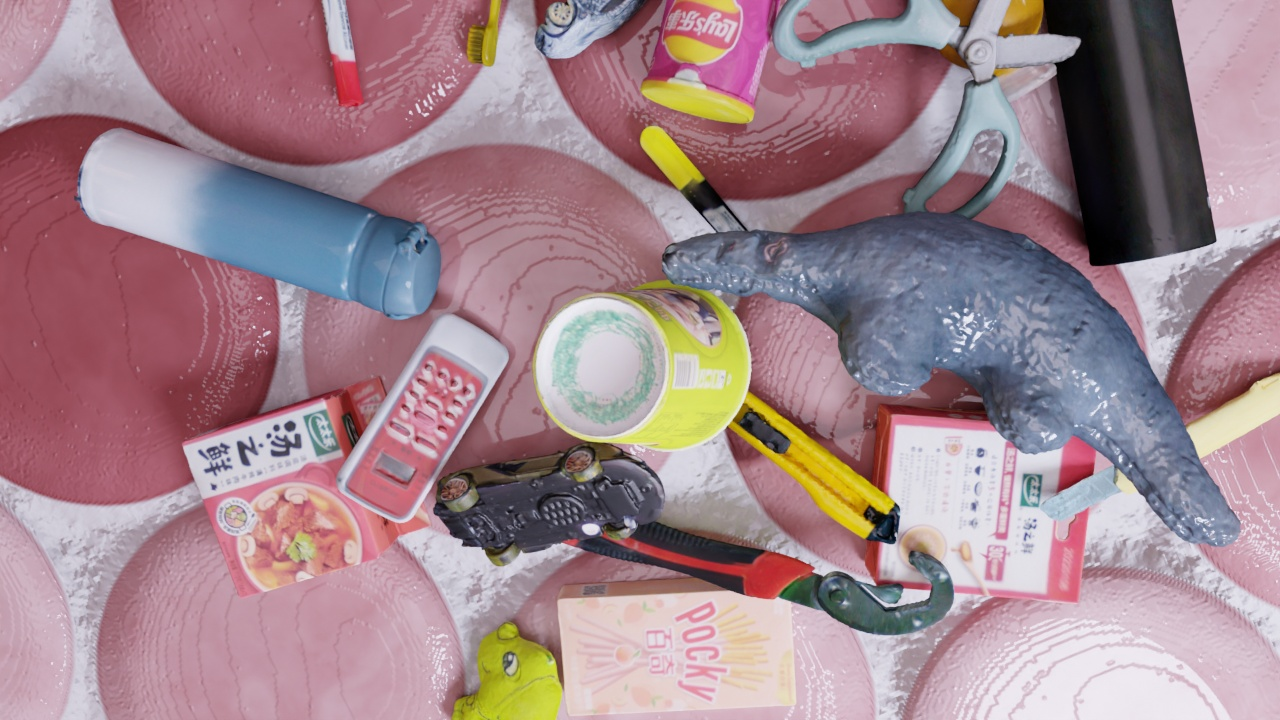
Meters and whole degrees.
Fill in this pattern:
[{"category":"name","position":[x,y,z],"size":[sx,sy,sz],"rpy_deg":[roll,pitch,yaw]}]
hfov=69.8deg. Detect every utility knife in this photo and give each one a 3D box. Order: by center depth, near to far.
[{"category":"utility knife","position":[0.333,0.054,0.568],"size":[0.204,0.021,0.031],"rpy_deg":[-25,104,-16]},{"category":"utility knife","position":[0.077,0.045,0.587],"size":[0.216,0.015,0.033],"rpy_deg":[37,103,12]}]

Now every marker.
[{"category":"marker","position":[-0.199,-0.238,0.590],"size":[0.017,0.017,0.145],"rpy_deg":[-8,96,4]},{"category":"marker","position":[0.044,-0.102,0.594],"size":[0.018,0.015,0.124],"rpy_deg":[-41,96,8]}]

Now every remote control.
[{"category":"remote control","position":[-0.140,0.036,0.595],"size":[0.056,0.020,0.136],"rpy_deg":[33,81,-14]}]

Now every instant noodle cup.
[{"category":"instant noodle cup","position":[-0.003,0.003,0.540],"size":[0.112,0.123,0.111],"rpy_deg":[0,90,20]}]

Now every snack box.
[{"category":"snack box","position":[0.215,0.090,0.591],"size":[0.127,0.044,0.113],"rpy_deg":[4,96,4]},{"category":"snack box","position":[-0.222,0.084,0.615],"size":[0.127,0.044,0.113],"rpy_deg":[-18,95,5]},{"category":"snack box","position":[0.025,0.193,0.623],"size":[0.157,0.026,0.084],"rpy_deg":[-4,97,4]}]

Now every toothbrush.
[{"category":"toothbrush","position":[-0.088,-0.283,0.579],"size":[0.016,0.015,0.190],"rpy_deg":[11,97,8]}]

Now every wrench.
[{"category":"wrench","position":[0.060,0.129,0.595],"size":[0.274,0.016,0.056],"rpy_deg":[9,98,14]}]

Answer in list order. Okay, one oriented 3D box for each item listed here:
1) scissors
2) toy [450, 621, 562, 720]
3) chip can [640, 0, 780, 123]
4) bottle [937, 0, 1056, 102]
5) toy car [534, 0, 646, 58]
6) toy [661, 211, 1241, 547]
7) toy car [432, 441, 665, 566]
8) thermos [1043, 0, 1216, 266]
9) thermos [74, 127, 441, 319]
[{"category":"scissors","position":[0.161,-0.153,0.543],"size":[0.171,0.019,0.170],"rpy_deg":[4,125,7]},{"category":"toy","position":[-0.089,0.236,0.630],"size":[0.100,0.031,0.096],"rpy_deg":[-38,76,18]},{"category":"chip can","position":[0.059,-0.255,0.546],"size":[0.071,0.071,0.210],"rpy_deg":[15,97,1]},{"category":"bottle","position":[0.182,-0.241,0.541],"size":[0.068,0.068,0.189],"rpy_deg":[-32,97,6]},{"category":"toy car","position":[-0.020,-0.223,0.565],"size":[0.106,0.049,0.031],"rpy_deg":[-40,90,8]},{"category":"toy","position":[0.189,-0.019,0.541],"size":[0.356,0.091,0.137],"rpy_deg":[25,67,4]},{"category":"toy car","position":[-0.059,0.089,0.589],"size":[0.158,0.042,0.070],"rpy_deg":[-12,128,18]},{"category":"thermos","position":[0.275,-0.179,0.534],"size":[0.069,0.089,0.242],"rpy_deg":[-11,97,29]},{"category":"thermos","position":[-0.238,-0.084,0.587],"size":[0.220,0.070,0.070],"rpy_deg":[18,97,1]}]
